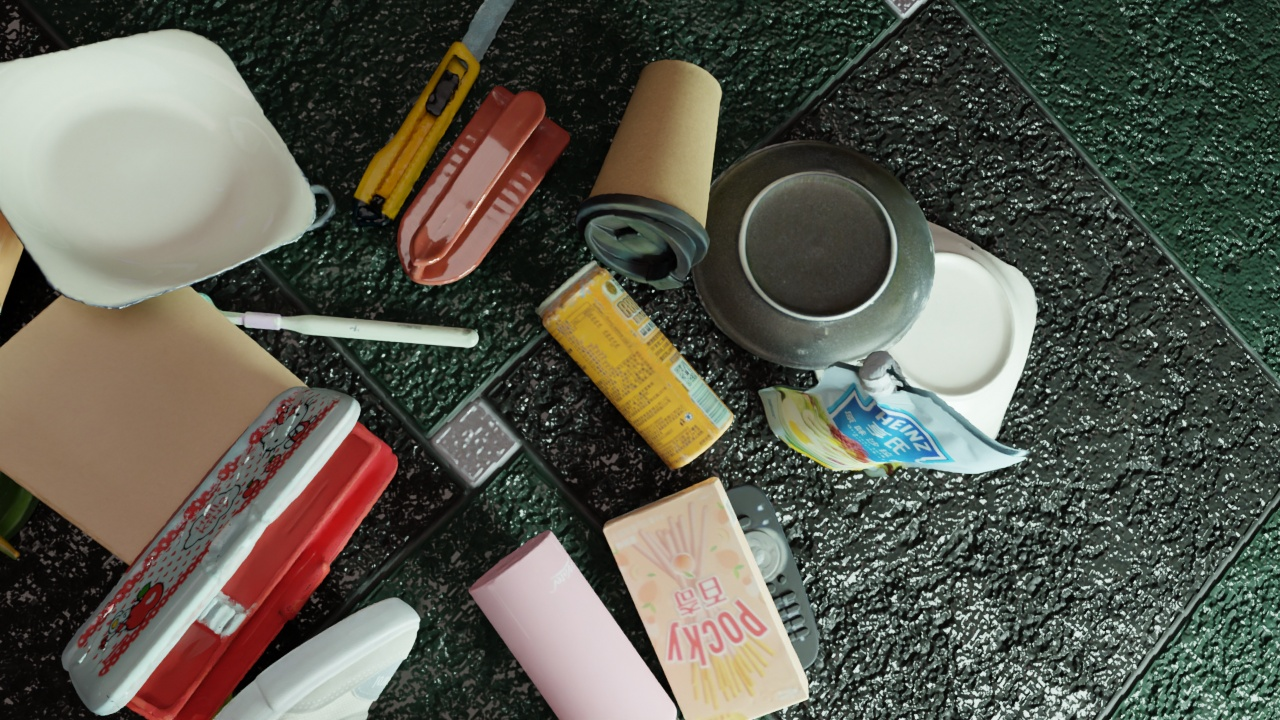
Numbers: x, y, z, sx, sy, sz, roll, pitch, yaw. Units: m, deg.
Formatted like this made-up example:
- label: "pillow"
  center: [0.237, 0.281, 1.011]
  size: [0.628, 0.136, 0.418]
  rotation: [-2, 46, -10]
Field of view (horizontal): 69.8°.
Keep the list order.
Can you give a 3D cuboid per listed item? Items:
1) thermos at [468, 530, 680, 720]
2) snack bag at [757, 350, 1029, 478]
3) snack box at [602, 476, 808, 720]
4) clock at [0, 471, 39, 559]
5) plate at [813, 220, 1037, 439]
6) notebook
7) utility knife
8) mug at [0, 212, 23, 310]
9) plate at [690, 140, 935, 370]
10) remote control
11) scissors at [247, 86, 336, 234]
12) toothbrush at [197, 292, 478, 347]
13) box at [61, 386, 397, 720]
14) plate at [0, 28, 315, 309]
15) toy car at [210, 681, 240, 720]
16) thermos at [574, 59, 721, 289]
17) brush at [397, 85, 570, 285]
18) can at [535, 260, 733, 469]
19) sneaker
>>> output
- label: "thermos"
  center: [-0.032, 0.212, 0.585]
  size: [0.067, 0.087, 0.198]
  rotation: [-33, 90, 30]
- label: "snack bag"
  center: [0.147, 0.040, 0.586]
  size: [0.110, 0.191, 0.038]
  rotation: [42, 75, -4]
- label: "snack box"
  center: [0.044, 0.166, 0.620]
  size: [0.084, 0.026, 0.157]
  rotation: [-24, 87, 8]
- label: "clock"
  center: [-0.424, 0.048, 0.536]
  size: [0.116, 0.056, 0.161]
  rotation: [-13, 86, -14]
- label: "plate"
  center: [0.224, -0.024, 0.691]
  size: [0.164, 0.034, 0.163]
  rotation: [24, 78, -8]
- label: "notebook"
  center: [-0.281, 0.046, 0.559]
  size: [0.207, 0.008, 0.147]
  rotation: [44, 65, -14]
- label: "utility knife"
  center: [-0.141, -0.187, 0.644]
  size: [0.033, 0.015, 0.223]
  rotation: [29, 78, -10]
- label: "mug"
  center: [-0.393, -0.087, 0.533]
  size: [0.078, 0.078, 0.122]
  rotation: [7, 53, -11]
- label: "plate"
  center: [0.125, -0.081, 0.662]
  size: [0.179, 0.024, 0.179]
  rotation: [0, 76, 0]
- label: "remote control"
  center: [0.084, 0.153, 0.644]
  size: [0.053, 0.024, 0.136]
  rotation: [-19, 88, -8]
- label: "scissors"
  center: [-0.291, -0.106, 0.604]
  size: [0.181, 0.014, 0.159]
  rotation: [-2, 83, -12]
- label: "toothbrush"
  center: [-0.203, -0.025, 0.610]
  size: [0.189, 0.029, 0.020]
  rotation: [6, 124, -12]
- label: "box"
  center: [-0.222, 0.108, 0.517]
  size: [0.095, 0.101, 0.201]
  rotation: [40, 67, -15]
- label: "plate"
  center: [-0.302, -0.117, 0.559]
  size: [0.163, 0.034, 0.163]
  rotation: [-31, 87, -35]
- label: "toy car"
  center: [-0.275, 0.176, 0.564]
  size: [0.048, 0.032, 0.105]
  rotation: [-3, 82, -12]
- label: "thermos"
  center: [0.012, -0.130, 0.637]
  size: [0.093, 0.093, 0.143]
  rotation: [18, 71, -9]
- label: "brush"
  center: [-0.111, -0.113, 0.614]
  size: [0.063, 0.069, 0.145]
  rotation: [34, 78, -5]
- label: "can"
  center: [-0.004, 0.004, 0.627]
  size: [0.058, 0.058, 0.146]
  rotation: [-42, 93, -14]
- label: "sneaker"
  center: [-0.214, 0.247, 0.535]
  size: [0.242, 0.089, 0.091]
  rotation: [-43, 77, -10]
